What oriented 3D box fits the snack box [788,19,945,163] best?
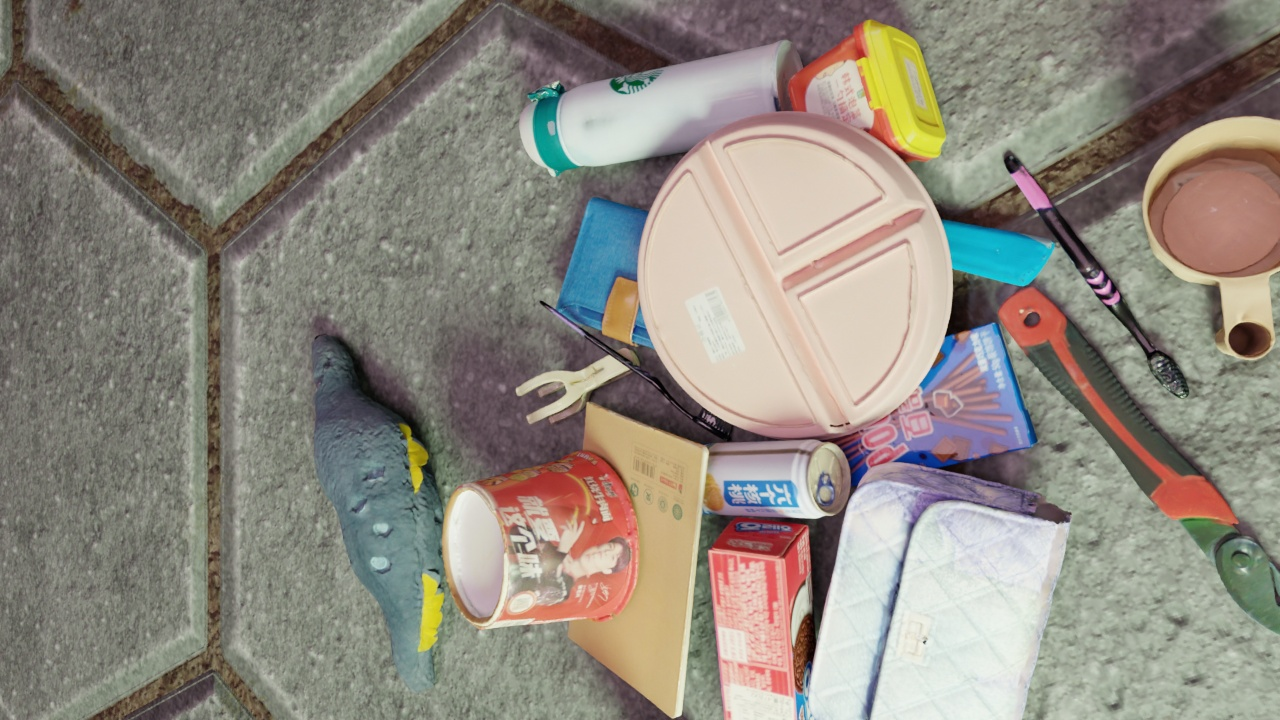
[{"bbox_3d":[0.150,-0.171,0.622,0.080,0.081,0.091,-19,82,38],"label":"snack box"}]

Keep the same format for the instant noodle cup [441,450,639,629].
[{"bbox_3d":[-0.082,0.143,0.712,0.138,0.108,0.138,3,94,52],"label":"instant noodle cup"}]

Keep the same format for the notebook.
[{"bbox_3d":[-0.008,0.149,0.712,0.148,0.008,0.208,17,106,51],"label":"notebook"}]

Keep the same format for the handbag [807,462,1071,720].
[{"bbox_3d":[0.189,0.171,0.598,0.134,0.075,0.194,12,104,20],"label":"handbag"}]

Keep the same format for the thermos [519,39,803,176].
[{"bbox_3d":[0.010,-0.192,0.703,0.225,0.073,0.073,-2,90,29],"label":"thermos"}]

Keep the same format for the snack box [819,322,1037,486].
[{"bbox_3d":[0.181,0.036,0.637,0.157,0.026,0.084,-18,83,28],"label":"snack box"}]

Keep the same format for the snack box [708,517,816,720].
[{"bbox_3d":[0.090,0.216,0.648,0.058,0.057,0.207,2,107,27],"label":"snack box"}]

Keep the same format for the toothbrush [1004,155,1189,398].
[{"bbox_3d":[0.287,-0.056,0.584,0.014,0.017,0.189,-37,73,26],"label":"toothbrush"}]

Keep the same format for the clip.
[{"bbox_3d":[-0.057,0.021,0.747,0.103,0.092,0.035,-30,76,37],"label":"clip"}]

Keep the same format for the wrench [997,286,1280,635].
[{"bbox_3d":[0.323,0.062,0.566,0.056,0.016,0.273,-46,70,21],"label":"wrench"}]

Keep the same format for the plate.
[{"bbox_3d":[0.093,-0.051,0.627,0.230,0.028,0.230,10,109,30],"label":"plate"}]

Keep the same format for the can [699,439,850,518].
[{"bbox_3d":[0.080,0.085,0.658,0.135,0.053,0.053,-8,87,45],"label":"can"}]

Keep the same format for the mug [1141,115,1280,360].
[{"bbox_3d":[0.329,-0.063,0.510,0.084,0.103,0.124,-6,88,29],"label":"mug"}]

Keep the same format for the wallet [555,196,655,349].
[{"bbox_3d":[0.001,-0.066,0.730,0.133,0.040,0.106,20,96,28],"label":"wallet"}]

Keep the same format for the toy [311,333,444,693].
[{"bbox_3d":[-0.240,0.126,0.844,0.138,0.091,0.356,-36,71,53],"label":"toy"}]

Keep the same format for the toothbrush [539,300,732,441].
[{"bbox_3d":[-0.004,0.004,0.725,0.189,0.014,0.017,36,97,9],"label":"toothbrush"}]

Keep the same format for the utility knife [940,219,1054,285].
[{"bbox_3d":[0.180,-0.090,0.640,0.199,0.018,0.034,19,88,28],"label":"utility knife"}]
